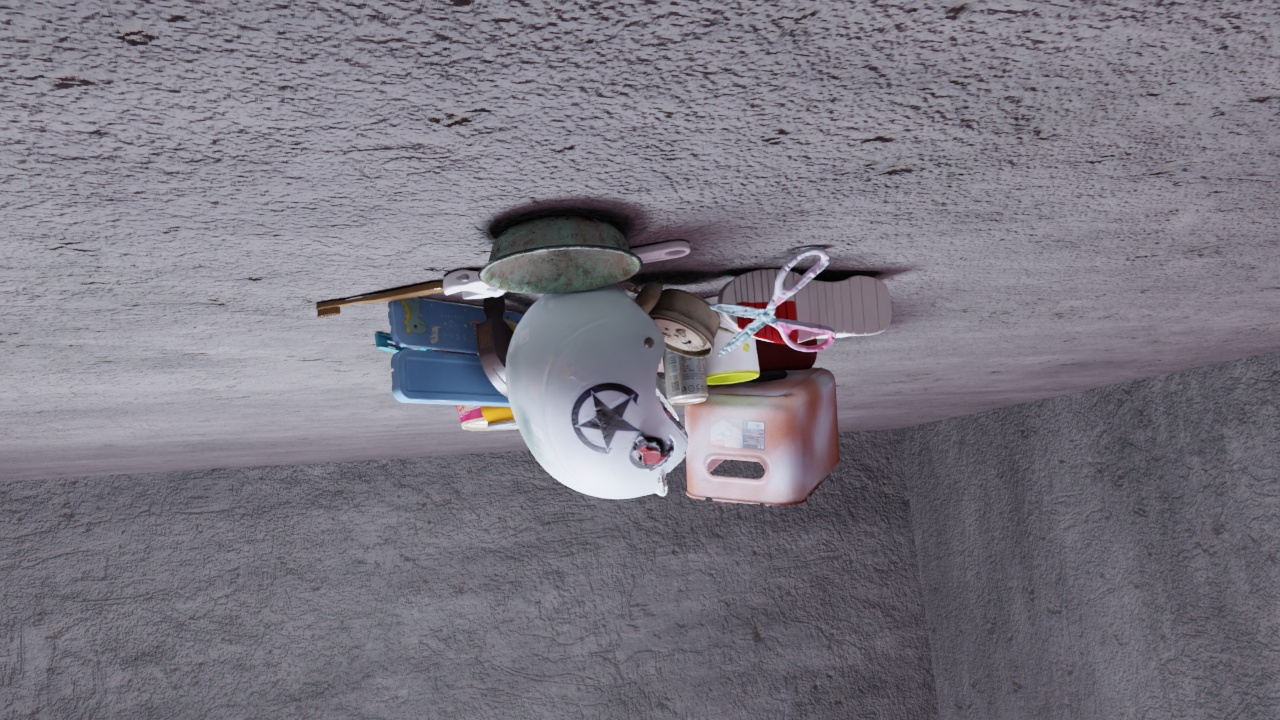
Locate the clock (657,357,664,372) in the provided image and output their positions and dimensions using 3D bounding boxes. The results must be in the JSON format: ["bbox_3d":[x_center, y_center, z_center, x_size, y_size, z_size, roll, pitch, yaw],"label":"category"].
[{"bbox_3d":[0.042,0.028,1.588,0.131,0.086,0.160,-4,176,-5],"label":"clock"}]

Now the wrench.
[{"bbox_3d":[-0.081,-0.098,0.981,0.274,0.018,0.066,-9,169,12],"label":"wrench"}]

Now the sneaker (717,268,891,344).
[{"bbox_3d":[0.190,-0.064,1.153,0.236,0.090,0.104,-4,179,-23],"label":"sneaker"}]

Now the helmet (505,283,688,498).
[{"bbox_3d":[-0.062,0.044,1.023,0.163,0.264,0.236,-15,-152,-11],"label":"helmet"}]

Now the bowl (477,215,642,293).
[{"bbox_3d":[-0.078,-0.103,0.886,0.157,0.038,0.157,-5,170,-1],"label":"bowl"}]

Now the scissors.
[{"bbox_3d":[0.161,-0.064,1.048,0.170,0.013,0.174,10,122,-19],"label":"scissors"}]

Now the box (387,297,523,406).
[{"bbox_3d":[-0.209,-0.009,1.105,0.021,0.125,0.208,-13,168,41],"label":"box"}]

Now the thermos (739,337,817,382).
[{"bbox_3d":[0.161,-0.008,1.366,0.198,0.108,0.084,-5,133,-15],"label":"thermos"}]

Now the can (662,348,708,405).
[{"bbox_3d":[0.054,-0.013,1.186,0.054,0.135,0.054,-7,169,-1],"label":"can"}]

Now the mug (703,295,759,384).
[{"bbox_3d":[0.112,-0.027,1.224,0.082,0.106,0.082,-6,170,-1],"label":"mug"}]

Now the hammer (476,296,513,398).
[{"bbox_3d":[-0.102,0.007,1.201,0.033,0.115,0.322,-16,161,26],"label":"hammer"}]

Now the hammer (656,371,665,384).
[{"bbox_3d":[-0.025,0.060,1.445,0.079,0.176,0.327,0,168,-28],"label":"hammer"}]

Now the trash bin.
[{"bbox_3d":[0.187,0.102,1.383,0.182,0.157,0.259,1,-170,27],"label":"trash bin"}]

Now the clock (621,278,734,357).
[{"bbox_3d":[0.036,-0.058,1.084,0.140,0.054,0.093,33,159,-21],"label":"clock"}]

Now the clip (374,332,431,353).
[{"bbox_3d":[-0.308,-0.021,1.277,0.104,0.027,0.120,-2,169,-6],"label":"clip"}]

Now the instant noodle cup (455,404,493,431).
[{"bbox_3d":[-0.202,0.060,1.382,0.178,0.077,0.179,-5,170,-1],"label":"instant noodle cup"}]

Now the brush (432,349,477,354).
[{"bbox_3d":[-0.253,0.005,1.394,0.174,0.042,0.082,-8,170,17],"label":"brush"}]

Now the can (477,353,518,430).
[{"bbox_3d":[-0.174,0.017,1.215,0.079,0.142,0.079,-5,170,-1],"label":"can"}]

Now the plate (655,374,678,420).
[{"bbox_3d":[-0.007,0.007,1.255,0.016,0.188,0.189,-43,172,-6],"label":"plate"}]

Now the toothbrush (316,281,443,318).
[{"bbox_3d":[-0.294,-0.069,1.034,0.167,0.016,0.016,-9,168,16],"label":"toothbrush"}]
